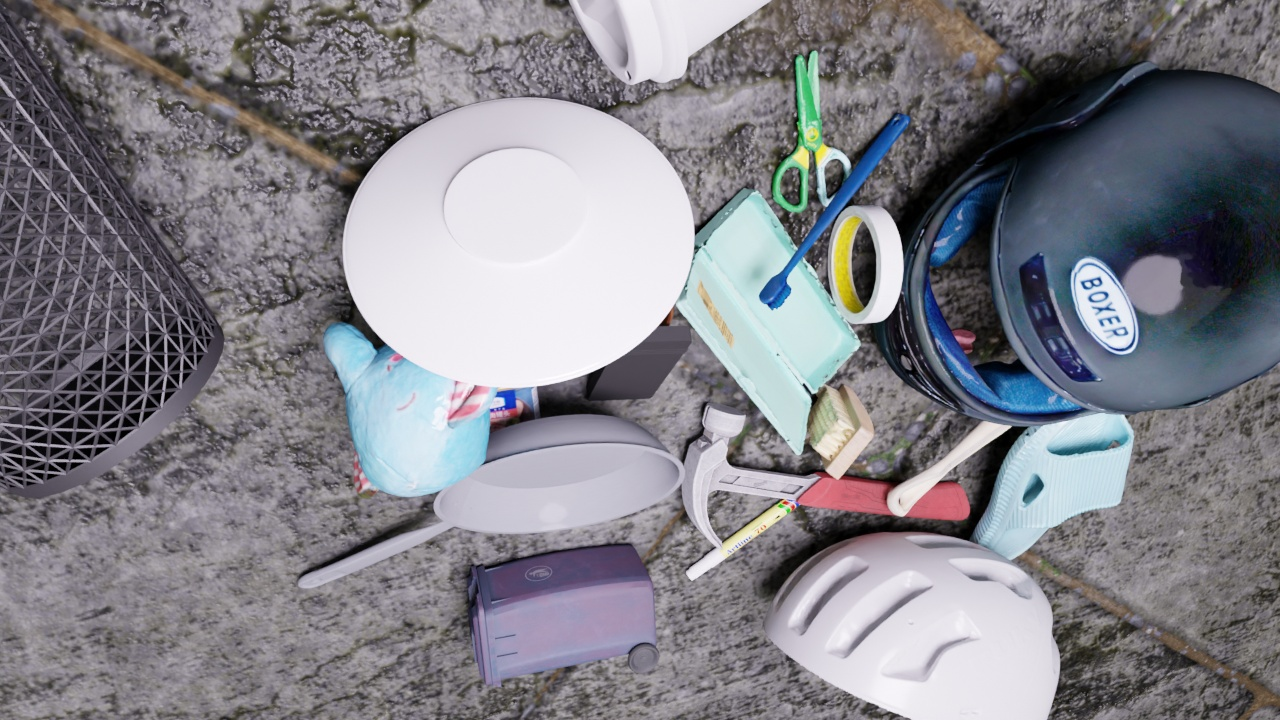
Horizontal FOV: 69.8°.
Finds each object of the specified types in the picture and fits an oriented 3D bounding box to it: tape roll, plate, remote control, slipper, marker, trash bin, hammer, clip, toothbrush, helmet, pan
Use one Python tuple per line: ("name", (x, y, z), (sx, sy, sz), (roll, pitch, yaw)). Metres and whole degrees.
("tape roll", (0.178, -0.077, 0.732), (0.019, 0.094, 0.094), (-4, 118, -13))
("plate", (-0.079, -0.092, 0.590), (0.229, 0.229, 0.030), (-13, 154, -8))
("remote control", (-0.004, 0.004, 0.725), (0.058, 0.013, 0.134), (-1, 160, -15))
("slipper", (0.390, 0.129, 0.873), (0.115, 0.069, 0.277), (-13, 139, -17))
("marker", (0.100, 0.171, 0.890), (0.132, 0.014, 0.014), (-37, 120, 6))
("trash bin", (-0.073, 0.230, 0.831), (0.160, 0.094, 0.092), (-7, 109, -13))
("trash bin", (-0.391, -0.059, 0.534), (0.217, 0.216, 0.243), (-28, 127, 0))
("hammer", (0.184, 0.126, 0.869), (0.315, 0.036, 0.126), (11, 100, -24))
("clip", (0.274, -0.011, 0.836), (0.060, 0.023, 0.044), (15, 117, -20))
("toothbrush", (0.153, -0.116, 0.716), (0.190, 0.016, 0.017), (-53, 132, -7))
("helmet", (0.345, -0.073, 0.672), (0.316, 0.236, 0.249), (-28, 97, 0))
("pan", (-0.136, 0.122, 0.760), (0.357, 0.050, 0.200), (-18, 153, 16))
("helmet", (0.252, 0.256, 0.862), (0.282, 0.224, 0.184), (0, 94, -19))

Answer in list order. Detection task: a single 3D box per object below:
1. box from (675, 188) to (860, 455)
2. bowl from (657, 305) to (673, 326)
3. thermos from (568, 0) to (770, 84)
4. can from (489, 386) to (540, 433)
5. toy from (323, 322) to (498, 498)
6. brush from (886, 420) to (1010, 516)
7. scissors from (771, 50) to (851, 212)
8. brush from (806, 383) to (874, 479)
("box", (0.102, -0.029, 0.746), (0.187, 0.057, 0.137), (50, 64, -29))
("bowl", (-0.046, -0.069, 0.681), (0.147, 0.068, 0.147), (5, 154, 2))
("thermos", (0.064, -0.279, 0.585), (0.221, 0.131, 0.131), (-30, 121, -7))
("can", (-0.129, 0.036, 0.734), (0.099, 0.054, 0.059), (-10, 120, -9))
("toy", (-0.160, 0.004, 0.633), (0.114, 0.180, 0.184), (14, 145, -37))
("brush", (0.334, 0.050, 0.846), (0.272, 0.077, 0.062), (-44, 106, 7))
("scissors", (0.139, -0.178, 0.715), (0.071, 0.014, 0.131), (-7, 120, -11))
("brush", (0.169, 0.056, 0.795), (0.039, 0.117, 0.049), (33, 107, -8))
